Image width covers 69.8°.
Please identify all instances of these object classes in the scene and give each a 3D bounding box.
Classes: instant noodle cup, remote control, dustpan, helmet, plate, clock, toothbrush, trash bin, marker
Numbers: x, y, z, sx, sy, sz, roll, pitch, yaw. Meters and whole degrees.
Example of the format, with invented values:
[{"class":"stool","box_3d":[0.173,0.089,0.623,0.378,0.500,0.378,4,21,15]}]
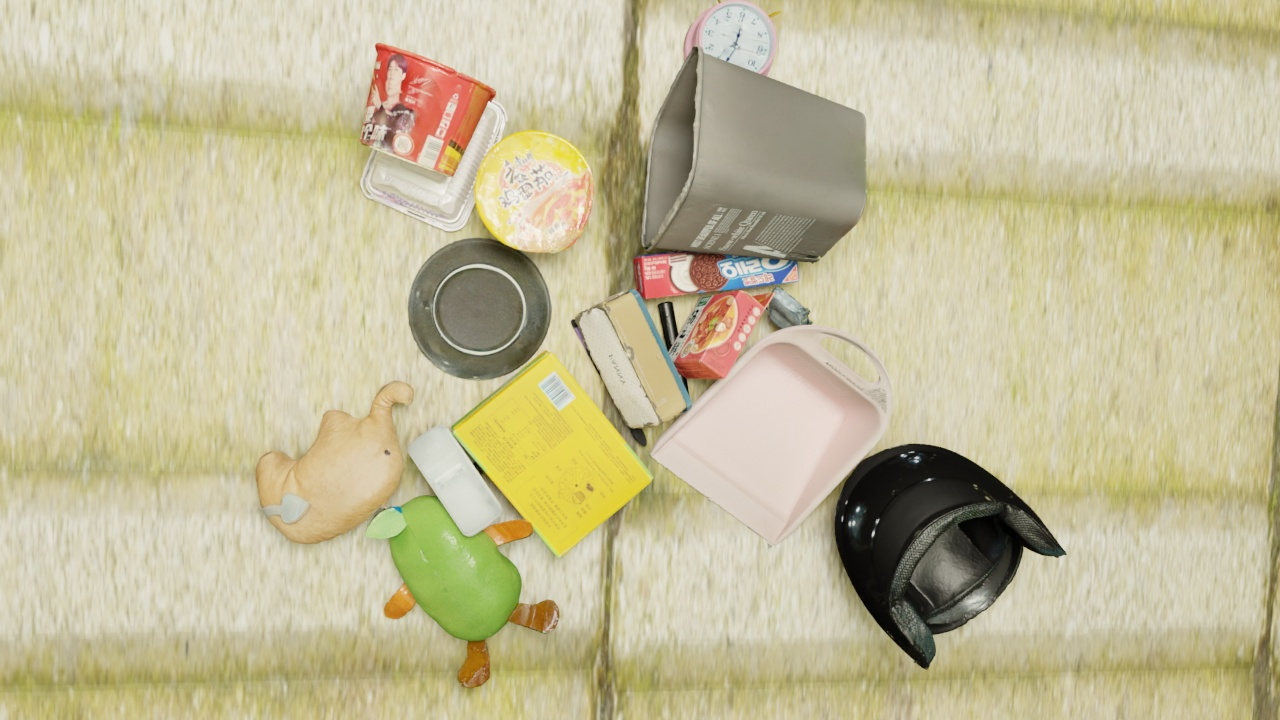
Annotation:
[{"class":"instant noodle cup","box_3d":[-0.125,-0.200,1.100,0.138,0.109,0.138,0,98,-4]},{"class":"remote control","box_3d":[-0.221,0.142,1.092,0.056,0.020,0.136,-36,78,-7]},{"class":"dustpan","box_3d":[0.177,0.086,1.157,0.222,0.139,0.273,34,86,-10]},{"class":"helmet","box_3d":[0.370,0.234,1.155,0.233,0.230,0.275,-39,140,3]},{"class":"plate","box_3d":[-0.200,-0.064,1.144,0.179,0.024,0.179,0,93,-9]},{"class":"instant noodle cup","box_3d":[-0.249,-0.257,1.110,0.138,0.060,0.173,22,90,-10]},{"class":"clock","box_3d":[0.112,-0.380,1.164,0.117,0.060,0.158,14,92,-9]},{"class":"instant noodle cup","box_3d":[-0.243,-0.273,1.015,0.138,0.138,0.108,20,97,-10]},{"class":"toothbrush","box_3d":[-0.041,0.029,1.183,0.014,0.017,0.189,-31,94,-19]},{"class":"trash bin","box_3d":[0.132,-0.222,1.080,0.219,0.199,0.198,10,69,-13]},{"class":"marker","box_3d":[0.043,-0.011,1.189,0.022,0.020,0.132,-15,96,-40]}]

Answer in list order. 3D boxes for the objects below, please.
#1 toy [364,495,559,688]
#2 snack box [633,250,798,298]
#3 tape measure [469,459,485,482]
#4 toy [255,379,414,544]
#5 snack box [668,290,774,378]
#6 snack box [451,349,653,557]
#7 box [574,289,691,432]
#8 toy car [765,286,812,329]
[{"class":"toy","box_3d":[-0.220,0.265,1.124,0.227,0.090,0.247,-35,94,6]},{"class":"snack box","box_3d":[0.098,-0.118,1.175,0.207,0.057,0.058,-7,97,-10]},{"class":"tape measure","box_3d":[-0.218,0.141,1.133,0.039,0.058,0.057,-36,76,-9]},{"class":"toy","box_3d":[-0.348,0.123,1.098,0.226,0.082,0.143,-37,86,-7]},{"class":"snack box","box_3d":[0.095,-0.040,1.138,0.044,0.113,0.127,35,77,-17]},{"class":"snack box","box_3d":[-0.110,0.115,1.144,0.157,0.070,0.210,-40,98,-6]},{"class":"box","box_3d":[-0.007,0.007,1.142,0.059,0.090,0.184,-32,101,-32]},{"class":"toy car","box_3d":[0.187,-0.059,1.162,0.054,0.120,0.037,42,89,14]}]
